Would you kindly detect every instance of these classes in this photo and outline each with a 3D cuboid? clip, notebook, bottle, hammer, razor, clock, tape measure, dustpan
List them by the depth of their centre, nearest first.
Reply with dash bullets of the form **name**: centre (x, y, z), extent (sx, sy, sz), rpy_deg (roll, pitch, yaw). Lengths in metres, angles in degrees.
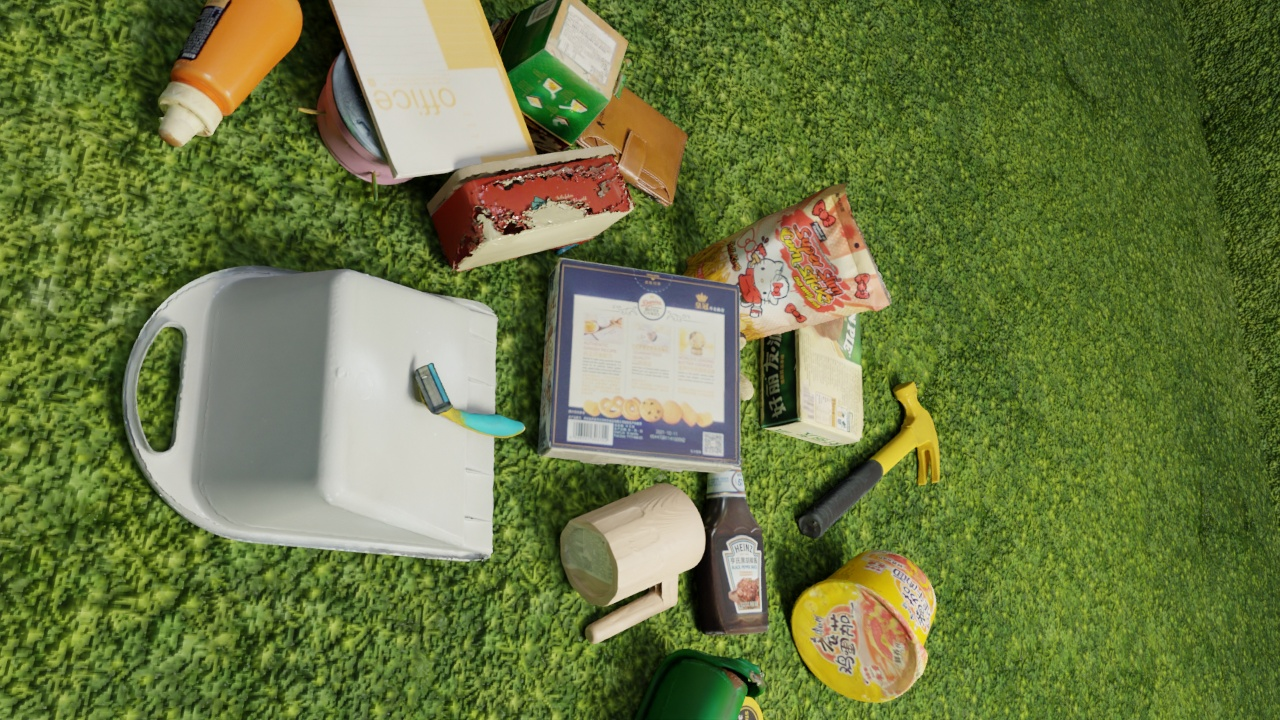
- **bottle**: centre (-0.310, -0.219, 0.679), extent (0.066, 0.067, 0.149), rpy_deg (35, 64, -29)
- **dustpan**: centre (-0.236, 0.037, 0.700), extent (0.257, 0.143, 0.222), rpy_deg (36, 50, -65)
- **razor**: centre (-0.133, 0.042, 0.732), extent (0.043, 0.028, 0.132), rpy_deg (56, 10, 28)
- **notebook**: centre (-0.176, -0.254, 0.757), extent (0.145, 0.010, 0.206), rpy_deg (-19, 89, -43)
- **clock**: centre (-0.200, -0.215, 0.773), extent (0.117, 0.060, 0.158), rpy_deg (51, 52, -16)
- **tape measure**: centre (0.090, 0.351, 0.882), extent (0.057, 0.029, 0.060), rpy_deg (12, 69, -38)
- **clip**: centre (-0.065, -0.120, 0.894), extent (0.056, 0.014, 0.047), rpy_deg (-32, 97, -41)
- **bottle**: centre (0.089, 0.175, 0.925), extent (0.079, 0.044, 0.194), rpy_deg (11, 70, -40)
- **hammer**: centre (0.284, 0.134, 1.118), extent (0.299, 0.033, 0.129), rpy_deg (-27, 95, -43)

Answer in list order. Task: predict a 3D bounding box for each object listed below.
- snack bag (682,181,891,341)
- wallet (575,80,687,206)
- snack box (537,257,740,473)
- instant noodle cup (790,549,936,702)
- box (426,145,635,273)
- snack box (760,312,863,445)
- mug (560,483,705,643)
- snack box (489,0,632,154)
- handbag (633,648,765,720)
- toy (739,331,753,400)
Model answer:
- **snack bag**: centre (0.142, -0.087, 0.937), extent (0.073, 0.208, 0.128), rpy_deg (-26, 96, -48)
- **wallet**: centre (-0.011, -0.228, 0.966), extent (0.130, 0.035, 0.118), rpy_deg (30, 53, -31)
- **snack box**: centre (0.002, 0.007, 0.852), extent (0.177, 0.046, 0.182), rpy_deg (7, 71, -16)
- **instant noodle cup**: centre (0.246, 0.275, 0.980), extent (0.109, 0.138, 0.138), rpy_deg (-25, 94, -51)
- **box**: centre (-0.090, -0.129, 0.811), extent (0.168, 0.092, 0.080), rpy_deg (-20, 86, -37)
- **snack box**: centre (0.199, -0.028, 1.069), extent (0.114, 0.063, 0.239), rpy_deg (17, 66, -38)
- **mug**: centre (-0.008, 0.182, 0.821), extent (0.103, 0.084, 0.125), rpy_deg (-14, 113, -42)
- **snack box**: centre (-0.081, -0.276, 0.864), extent (0.117, 0.106, 0.118), rpy_deg (31, 58, -31)
- **handbag**: centre (0.049, 0.322, 0.793), extent (0.068, 0.120, 0.131), rpy_deg (42, 55, -18)
- **toy**: centre (0.061, 0.033, 0.936), extent (0.105, 0.066, 0.157), rpy_deg (15, 64, 9)
